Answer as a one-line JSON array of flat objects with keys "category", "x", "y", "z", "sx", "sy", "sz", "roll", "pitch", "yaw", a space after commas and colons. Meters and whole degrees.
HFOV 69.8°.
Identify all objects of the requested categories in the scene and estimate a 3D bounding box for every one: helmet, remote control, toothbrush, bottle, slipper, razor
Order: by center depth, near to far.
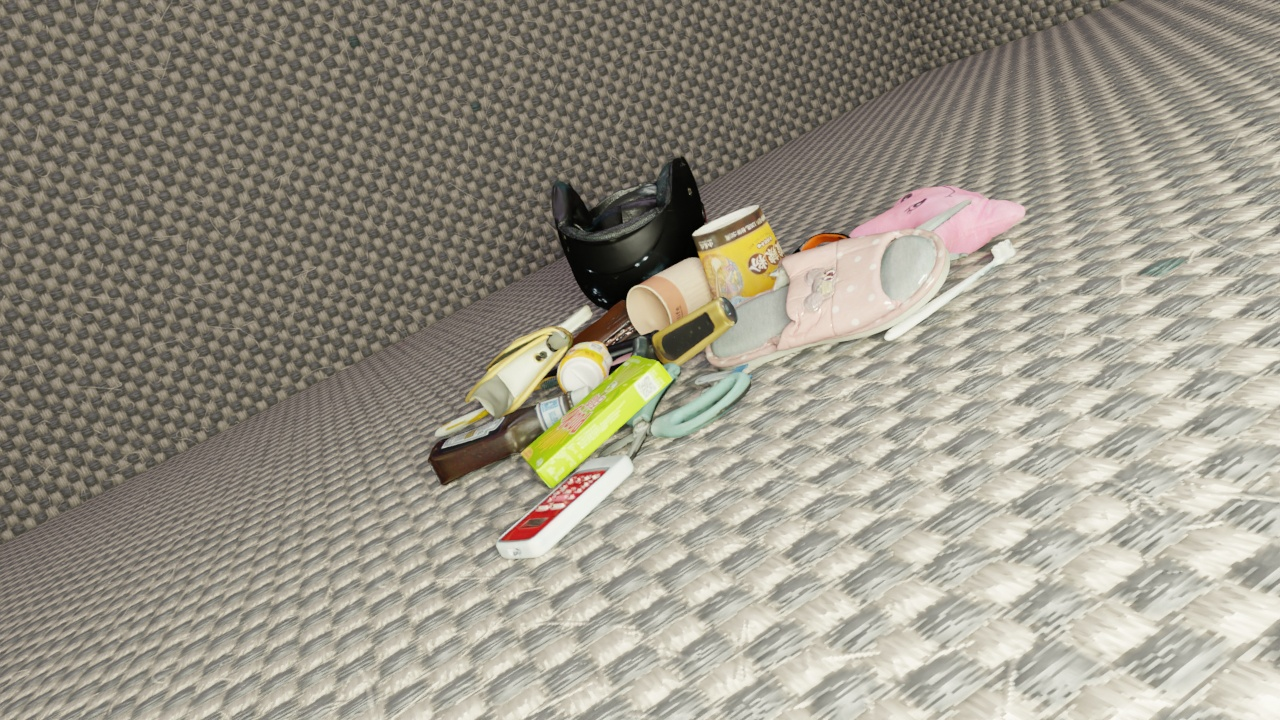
[{"category": "remote control", "x": -0.061, "y": 0.120, "z": 0.767, "sx": 0.056, "sy": 0.020, "sz": 0.135, "roll": -14, "pitch": 17, "yaw": 44}, {"category": "toothbrush", "x": 0.286, "y": -0.066, "z": 0.845, "sx": 0.179, "sy": 0.016, "sz": 0.016, "roll": -33, "pitch": 11, "yaw": -23}, {"category": "slipper", "x": 0.162, "y": -0.059, "z": 0.874, "sx": 0.275, "sy": 0.054, "sz": 0.114, "roll": -21, "pitch": 44, "yaw": 42}, {"category": "razor", "x": 0.044, "y": -0.021, "z": 0.950, "sx": 0.067, "sy": 0.062, "sz": 0.168, "roll": -27, "pitch": -4, "yaw": -35}, {"category": "bottle", "x": -0.139, "y": 0.080, "z": 1.026, "sx": 0.195, "sy": 0.044, "sz": 0.079, "roll": -23, "pitch": 13, "yaw": 9}, {"category": "bottle", "x": -0.064, "y": 0.007, "z": 1.125, "sx": 0.063, "sy": 0.063, "sz": 0.108, "roll": -23, "pitch": 13, "yaw": 13}, {"category": "toothbrush", "x": -0.067, "y": 0.000, "z": 1.217, "sx": 0.213, "sy": 0.027, "sz": 0.026, "roll": -16, "pitch": 33, "yaw": 25}, {"category": "toothbrush", "x": -0.196, "y": 0.064, "z": 1.262, "sx": 0.191, "sy": 0.016, "sz": 0.018, "roll": -25, "pitch": 21, "yaw": 2}, {"category": "helmet", "x": -0.009, "y": -0.205, "z": 1.491, "sx": 0.234, "sy": 0.230, "sz": 0.273, "roll": -4, "pitch": 21, "yaw": 21}]

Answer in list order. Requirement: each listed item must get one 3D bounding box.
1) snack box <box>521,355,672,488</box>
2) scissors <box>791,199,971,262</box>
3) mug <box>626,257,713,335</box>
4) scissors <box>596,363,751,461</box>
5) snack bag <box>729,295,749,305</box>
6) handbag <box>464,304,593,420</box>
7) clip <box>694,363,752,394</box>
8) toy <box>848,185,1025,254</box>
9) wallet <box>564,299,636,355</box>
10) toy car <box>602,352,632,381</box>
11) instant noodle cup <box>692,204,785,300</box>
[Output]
[{"category": "snack box", "x": -0.045, "y": 0.057, "z": 0.900, "sx": 0.156, "sy": 0.026, "sz": 0.086, "roll": -41, "pitch": 15, "yaw": -9}, {"category": "scissors", "x": 0.219, "y": -0.097, "z": 0.921, "sx": 0.221, "sy": 0.021, "sz": 0.228, "roll": -44, "pitch": 29, "yaw": 6}, {"category": "mug", "x": 0.042, "y": -0.075, "z": 1.240, "sx": 0.105, "sy": 0.081, "sz": 0.115, "roll": -32, "pitch": -15, "yaw": -34}, {"category": "scissors", "x": 0.033, "y": 0.037, "z": 0.870, "sx": 0.172, "sy": 0.019, "sz": 0.169, "roll": -30, "pitch": 20, "yaw": 23}, {"category": "snack bag", "x": 0.159, "y": -0.064, "z": 1.034, "sx": 0.191, "sy": 0.039, "sz": 0.110, "roll": -16, "pitch": 27, "yaw": 37}, {"category": "handbag", "x": -0.136, "y": -0.005, "z": 1.150, "sx": 0.178, "sy": 0.063, "sz": 0.164, "roll": -48, "pitch": 6, "yaw": -23}, {"category": "clip", "x": 0.081, "y": 0.021, "z": 0.898, "sx": 0.058, "sy": 0.036, "sz": 0.025, "roll": -14, "pitch": 19, "yaw": 30}, {"category": "toy", "x": 0.300, "y": -0.138, "z": 0.970, "sx": 0.179, "sy": 0.074, "sz": 0.194, "roll": -16, "pitch": 15, "yaw": 9}, {"category": "wallet", "x": -0.056, "y": -0.034, "z": 1.315, "sx": 0.124, "sy": 0.032, "sz": 0.101, "roll": -38, "pitch": 18, "yaw": -2}, {"category": "toy car", "x": -0.006, "y": 0.006, "z": 1.080, "sx": 0.056, "sy": 0.037, "sz": 0.122, "roll": -17, "pitch": 14, "yaw": 27}, {"category": "instant noodle cup", "x": 0.130, "y": -0.128, "z": 1.174, "sx": 0.118, "sy": 0.114, "sz": 0.118, "roll": -24, "pitch": 13, "yaw": 5}]
